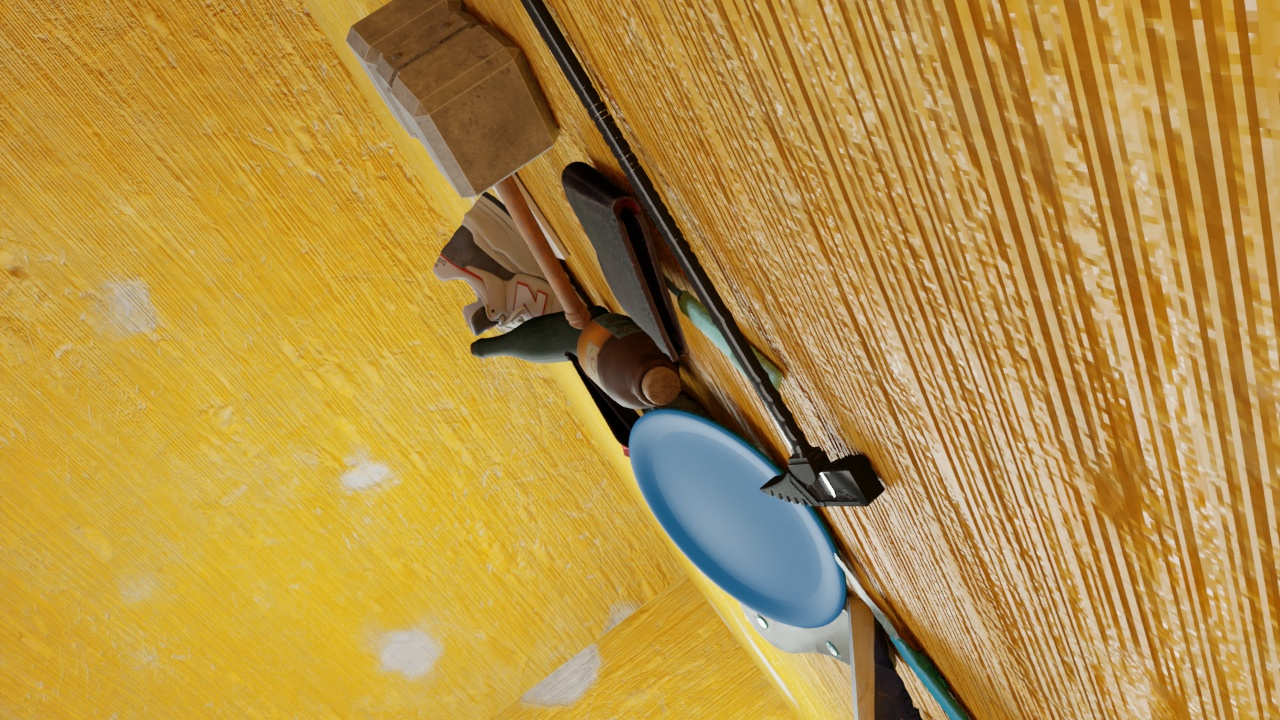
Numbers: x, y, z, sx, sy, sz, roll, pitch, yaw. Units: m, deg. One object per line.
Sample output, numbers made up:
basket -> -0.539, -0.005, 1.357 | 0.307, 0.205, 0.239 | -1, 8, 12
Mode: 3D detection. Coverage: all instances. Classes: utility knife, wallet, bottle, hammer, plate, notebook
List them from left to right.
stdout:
hammer -> -0.102, -0.128, 0.748 | 0.162, 0.083, 0.318 | 48, 170, 41
notebook -> -0.142, -0.182, 1.055 | 0.142, 0.009, 0.210 | 56, 173, -16
bottle -> -0.113, -0.022, 1.000 | 0.055, 0.174, 0.055 | 21, -114, -58
wallet -> -0.023, 0.046, 0.887 | 0.115, 0.018, 0.091 | 52, -172, 35
wallet -> -0.008, -0.067, 0.603 | 0.099, 0.031, 0.120 | 50, 164, 57
bottle -> -0.005, 0.005, 0.786 | 0.068, 0.067, 0.157 | 58, 172, -20
hammer -> 0.020, -0.058, 0.502 | 0.325, 0.015, 0.095 | 58, 155, -6
utility knife -> 0.036, -0.029, 0.580 | 0.166, 0.015, 0.022 | 47, 156, 43
plate -> 0.080, 0.126, 0.757 | 0.224, 0.024, 0.225 | 35, 147, 27
utility knife -> 0.205, 0.225, 0.647 | 0.221, 0.015, 0.031 | 51, 171, 4

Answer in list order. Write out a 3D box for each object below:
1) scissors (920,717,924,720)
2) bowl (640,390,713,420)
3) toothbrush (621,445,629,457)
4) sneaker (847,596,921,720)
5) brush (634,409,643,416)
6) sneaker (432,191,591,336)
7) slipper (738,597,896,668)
scissors -> 0.272, 0.343, 0.764 | 0.134, 0.011, 0.140 | 56, 172, -26
bowl -> 0.057, 0.086, 0.868 | 0.157, 0.038, 0.157 | 54, 173, 10
toothbrush -> 0.015, 0.112, 1.104 | 0.213, 0.012, 0.018 | 171, 88, -70
sneaker -> 0.221, 0.293, 0.675 | 0.091, 0.118, 0.233 | 42, -134, -76
brush -> -0.020, 0.046, 1.096 | 0.195, 0.059, 0.043 | 77, 168, -60
sneaker -> -0.144, -0.069, 1.062 | 0.240, 0.124, 0.089 | 52, 174, -23
slipper -> 0.161, 0.230, 0.864 | 0.098, 0.054, 0.269 | 58, 162, -1
